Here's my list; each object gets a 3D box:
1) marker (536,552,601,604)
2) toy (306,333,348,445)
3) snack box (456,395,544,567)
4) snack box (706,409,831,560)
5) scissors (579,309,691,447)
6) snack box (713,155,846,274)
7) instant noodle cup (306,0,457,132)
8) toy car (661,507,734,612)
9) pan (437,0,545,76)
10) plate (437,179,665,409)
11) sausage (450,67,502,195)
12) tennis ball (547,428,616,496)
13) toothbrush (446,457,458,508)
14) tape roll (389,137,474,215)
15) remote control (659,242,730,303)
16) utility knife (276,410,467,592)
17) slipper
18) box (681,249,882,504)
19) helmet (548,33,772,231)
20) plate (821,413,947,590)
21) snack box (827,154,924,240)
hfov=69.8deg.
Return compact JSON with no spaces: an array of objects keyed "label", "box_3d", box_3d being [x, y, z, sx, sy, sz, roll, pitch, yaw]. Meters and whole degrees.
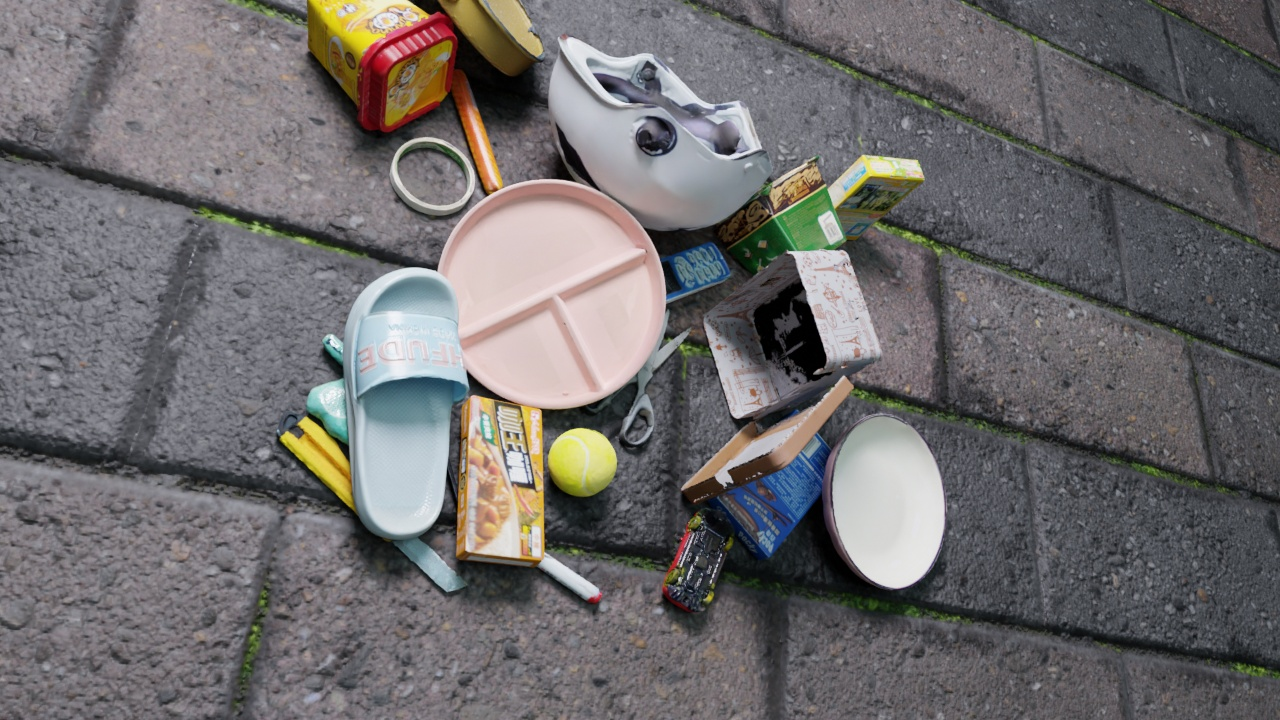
[{"label":"marker","box_3d":[-0.097,0.182,0.853,0.145,0.017,0.017,36,58,-9]},{"label":"toy","box_3d":[-0.263,0.022,0.829,0.096,0.030,0.091,43,53,-3]},{"label":"snack box","box_3d":[-0.128,0.111,0.846,0.075,0.026,0.153,13,56,-28]},{"label":"snack box","box_3d":[0.148,0.132,0.992,0.084,0.026,0.156,49,57,-1]},{"label":"scissors","box_3d":[0.004,0.019,0.977,0.163,0.014,0.164,-5,70,-31]},{"label":"snack box","box_3d":[0.171,-0.154,1.072,0.118,0.118,0.105,-36,92,-31]},{"label":"instant noodle cup","box_3d":[-0.266,-0.317,0.926,0.123,0.116,0.116,43,57,9]},{"label":"toy car","box_3d":[0.059,0.198,0.916,0.049,0.031,0.106,33,60,-12]},{"label":"pan","box_3d":[-0.171,-0.383,0.890,0.197,0.078,0.356,57,15,-7]},{"label":"plate","box_3d":[-0.088,-0.066,0.917,0.229,0.028,0.229,1,86,-14]},{"label":"sausage","box_3d":[-0.178,-0.246,0.987,0.021,0.022,0.165,-12,75,-30]},{"label":"tennis ball","box_3d":[-0.056,0.098,0.880,0.065,0.066,0.065,10,65,-23]},{"label":"toothbrush","box_3d":[-0.182,0.091,0.850,0.016,0.014,0.189,-12,76,-23]},{"label":"tape roll","box_3d":[-0.215,-0.191,0.950,0.085,0.014,0.085,10,65,-23]},{"label":"remote control","box_3d":[0.044,-0.095,1.035,0.124,0.024,0.049,-22,80,-33]},{"label":"utility knife","box_3d":[-0.235,0.125,0.807,0.223,0.015,0.033,45,59,-4]},{"label":"slipper","box_3d":[-0.202,0.032,0.802,0.104,0.074,0.245,10,73,-36]},{"label":"box","box_3d":[0.142,0.023,0.945,0.136,0.180,0.268,25,60,-18]},{"label":"helmet","box_3d":[0.006,-0.228,0.986,0.258,0.146,0.228,19,28,-18]},{"label":"plate","box_3d":[0.265,0.156,1.018,0.192,0.039,0.192,8,76,-35]},{"label":"snack box","box_3d":[0.267,-0.196,1.120,0.086,0.141,0.033,-2,68,-28]}]
